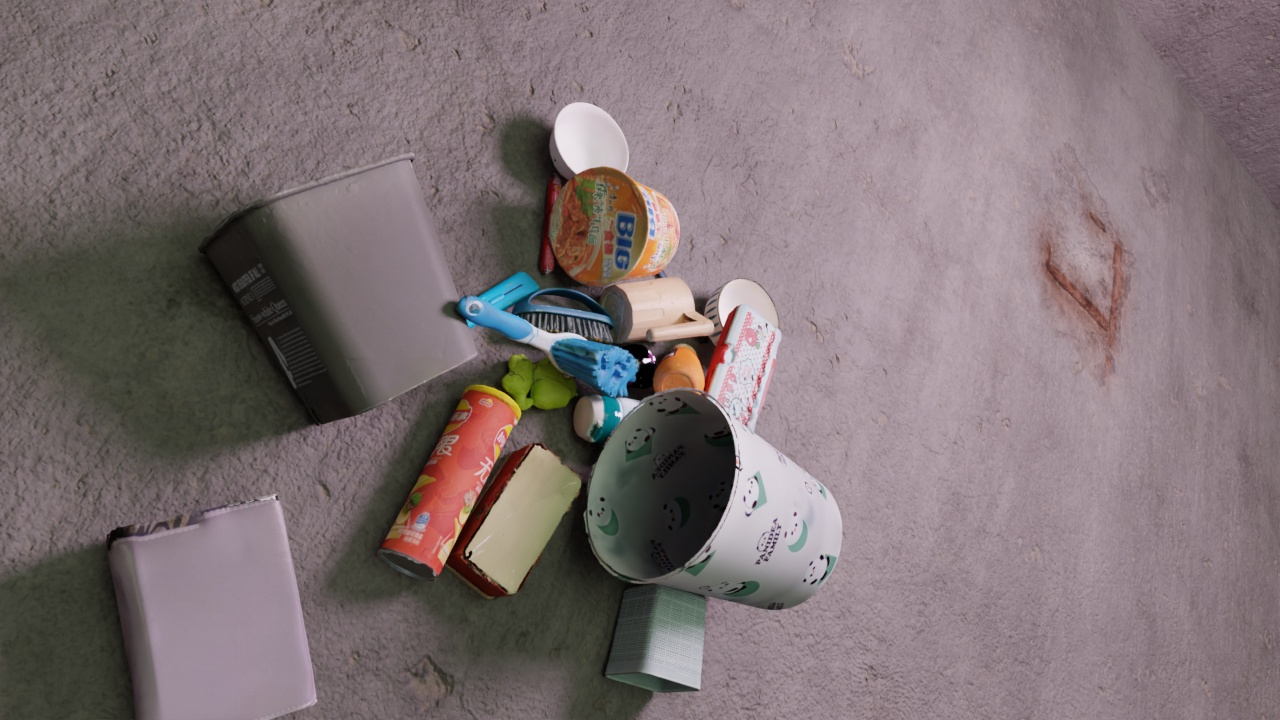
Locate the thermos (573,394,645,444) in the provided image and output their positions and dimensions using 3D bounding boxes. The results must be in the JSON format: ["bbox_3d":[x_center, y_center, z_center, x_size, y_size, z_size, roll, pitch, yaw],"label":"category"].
[{"bbox_3d":[0.021,0.088,1.193,0.224,0.073,0.073,12,68,-27],"label":"thermos"}]

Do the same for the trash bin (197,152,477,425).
[{"bbox_3d":[-0.298,-0.066,0.940,0.198,0.199,0.220,-30,101,-38],"label":"trash bin"}]

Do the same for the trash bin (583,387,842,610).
[{"bbox_3d":[0.101,0.184,1.110,0.251,0.230,0.229,30,59,-39],"label":"trash bin"}]

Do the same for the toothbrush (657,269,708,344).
[{"bbox_3d":[0.042,-0.103,1.316,0.014,0.016,0.189,-37,96,-29],"label":"toothbrush"}]

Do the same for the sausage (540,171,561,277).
[{"bbox_3d":[-0.117,-0.180,1.214,0.020,0.020,0.155,17,66,-32],"label":"sausage"}]

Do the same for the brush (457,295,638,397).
[{"bbox_3d":[-0.094,-0.015,1.045,0.060,0.109,0.314,-68,162,-3],"label":"brush"}]

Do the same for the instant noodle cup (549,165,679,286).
[{"bbox_3d":[-0.027,-0.170,1.195,0.111,0.152,0.151,-4,77,-58],"label":"instant noodle cup"}]

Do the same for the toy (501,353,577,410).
[{"bbox_3d":[-0.123,0.028,1.134,0.100,0.031,0.096,31,52,-23],"label":"toy"}]

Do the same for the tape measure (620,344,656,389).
[{"bbox_3d":[-0.007,0.007,1.212,0.039,0.057,0.058,-12,99,-37],"label":"tape measure"}]

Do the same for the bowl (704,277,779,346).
[{"bbox_3d":[0.138,-0.056,1.335,0.116,0.066,0.116,12,69,-33],"label":"bowl"}]

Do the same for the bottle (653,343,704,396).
[{"bbox_3d":[0.054,0.012,1.228,0.067,0.067,0.149,53,15,-11],"label":"bottle"}]

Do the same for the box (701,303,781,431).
[{"bbox_3d":[0.135,0.016,1.225,0.087,0.048,0.200,33,53,-15],"label":"box"}]

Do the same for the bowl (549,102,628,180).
[{"bbox_3d":[-0.082,-0.281,1.243,0.118,0.065,0.118,13,68,-35],"label":"bowl"}]

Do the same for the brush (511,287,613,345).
[{"bbox_3d":[-0.097,-0.056,1.165,0.143,0.055,0.073,8,72,-34],"label":"brush"}]

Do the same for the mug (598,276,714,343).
[{"bbox_3d":[0.019,-0.058,1.217,0.103,0.125,0.084,-10,121,-37],"label":"mug"}]

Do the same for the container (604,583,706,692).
[{"bbox_3d":[0.022,0.335,1.111,0.090,0.090,0.111,26,58,-28],"label":"container"}]

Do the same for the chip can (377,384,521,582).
[{"bbox_3d":[-0.209,0.132,1.013,0.073,0.073,0.216,38,58,-22],"label":"chip can"}]

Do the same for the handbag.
[{"bbox_3d":[-0.387,0.234,0.827,0.144,0.099,0.197,-7,81,-40],"label":"handbag"}]

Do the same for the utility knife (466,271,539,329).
[{"bbox_3d":[-0.198,-0.060,1.116,0.185,0.018,0.034,-36,99,-37],"label":"utility knife"}]

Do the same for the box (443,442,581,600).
[{"bbox_3d":[-0.139,0.181,1.045,0.091,0.077,0.167,43,55,-17],"label":"box"}]
